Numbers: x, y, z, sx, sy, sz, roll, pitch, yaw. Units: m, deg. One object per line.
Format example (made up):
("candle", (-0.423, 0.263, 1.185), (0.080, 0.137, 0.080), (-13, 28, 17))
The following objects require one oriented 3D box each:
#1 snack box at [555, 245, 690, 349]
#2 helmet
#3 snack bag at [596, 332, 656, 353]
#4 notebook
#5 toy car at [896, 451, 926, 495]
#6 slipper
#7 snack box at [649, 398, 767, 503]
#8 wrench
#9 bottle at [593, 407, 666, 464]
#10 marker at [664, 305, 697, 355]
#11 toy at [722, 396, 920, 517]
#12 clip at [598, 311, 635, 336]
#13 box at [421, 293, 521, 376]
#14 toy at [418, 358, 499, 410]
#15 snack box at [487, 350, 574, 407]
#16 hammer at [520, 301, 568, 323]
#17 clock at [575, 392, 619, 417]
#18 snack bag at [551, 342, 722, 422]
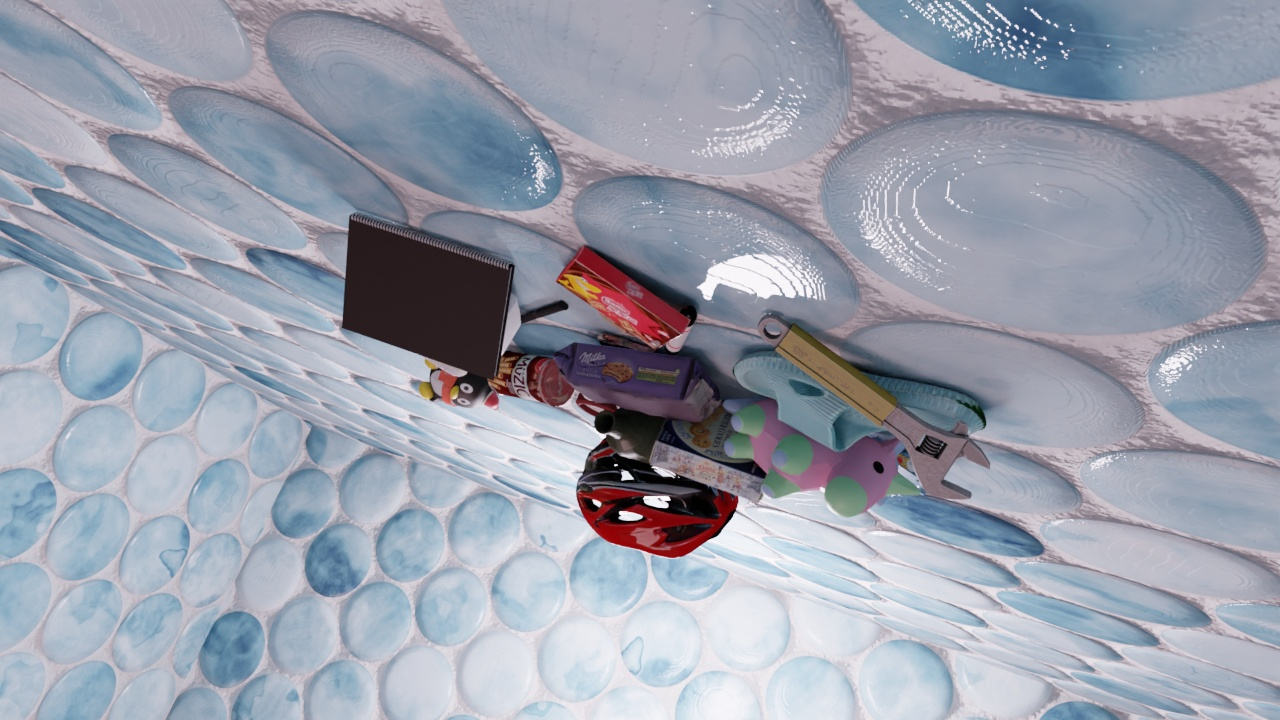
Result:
("snack box", (-0.020, -0.063, 0.955), (0.133, 0.021, 0.089), (34, 162, -9))
("helmet", (0.020, 0.190, 1.428), (0.272, 0.216, 0.167), (11, 126, 33))
("snack bag", (-0.007, 0.007, 1.193), (0.075, 0.018, 0.155), (18, 163, 15))
("notebook", (-0.252, -0.075, 1.072), (0.207, 0.149, 0.016), (18, -154, 11))
("toy car", (0.322, 0.127, 1.142), (0.108, 0.027, 0.060), (33, 163, -3))
("slipper", (0.217, 0.050, 0.967), (0.277, 0.069, 0.116), (12, 157, 28))
("snack box", (0.100, 0.104, 1.169), (0.145, 0.144, 0.043), (18, 120, 8))
("wrench", (0.225, 0.043, 0.898), (0.273, 0.018, 0.084), (35, 124, -1))
("bottle", (0.000, 0.101, 1.252), (0.071, 0.071, 0.206), (12, 173, 29))
("marker", (0.045, -0.034, 0.999), (0.019, 0.019, 0.146), (22, 163, 0))
("toy", (0.205, 0.102, 1.081), (0.170, 0.120, 0.222), (-13, -139, -32))
("clip", (-0.022, -0.047, 1.027), (0.062, 0.047, 0.025), (-1, -176, -44))
("box", (-0.223, -0.032, 1.132), (0.110, 0.130, 0.103), (23, 159, 5))
("toy", (-0.279, 0.032, 1.470), (0.119, 0.098, 0.099), (29, -149, 17))
("snack box", (-0.162, 0.025, 1.351), (0.121, 0.072, 0.072), (8, 159, 41))
("hammer", (-0.178, -0.054, 1.227), (0.095, 0.015, 0.326), (30, 161, -24))
("clock", (-0.045, 0.055, 1.339), (0.096, 0.048, 0.138), (22, 165, -2))
("snack bag", (-0.007, 0.029, 1.135), (0.206, 0.058, 0.096), (7, 159, 30))
